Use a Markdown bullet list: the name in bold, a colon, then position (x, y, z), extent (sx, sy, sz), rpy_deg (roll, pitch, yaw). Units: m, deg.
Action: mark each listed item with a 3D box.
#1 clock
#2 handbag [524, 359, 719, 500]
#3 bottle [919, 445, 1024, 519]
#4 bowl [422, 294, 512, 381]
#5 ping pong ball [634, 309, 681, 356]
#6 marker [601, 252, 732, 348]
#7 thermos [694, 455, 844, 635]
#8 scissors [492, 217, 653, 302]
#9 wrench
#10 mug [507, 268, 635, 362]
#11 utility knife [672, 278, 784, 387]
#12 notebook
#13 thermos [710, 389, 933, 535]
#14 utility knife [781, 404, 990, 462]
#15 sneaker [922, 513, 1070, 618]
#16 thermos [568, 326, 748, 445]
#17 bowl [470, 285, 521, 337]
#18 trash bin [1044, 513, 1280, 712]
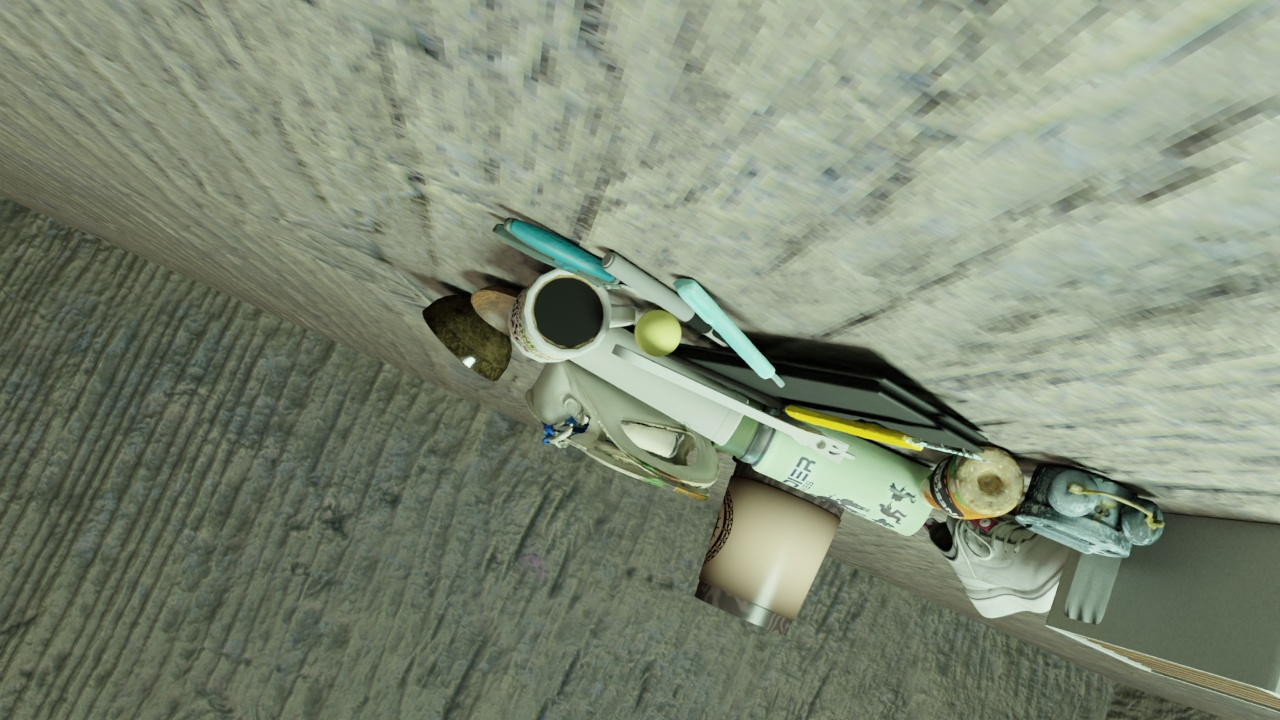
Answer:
- **clock**: position (0.358, 0.121, 0.736), extent (0.090, 0.052, 0.129), rpy_deg (23, 171, 3)
- **handbag**: position (-0.012, 0.076, 0.942), extent (0.200, 0.093, 0.199), rpy_deg (16, -154, -44)
- **bottle**: position (0.290, 0.114, 0.831), extent (0.059, 0.059, 0.167), rpy_deg (22, 170, 6)
- **bowl**: position (-0.196, -0.038, 1.096), extent (0.121, 0.056, 0.121), rpy_deg (45, -175, -6)
- **ping pong ball**: position (0.015, -0.023, 0.784), extent (0.040, 0.040, 0.040), rpy_deg (23, 170, 4)
- **marker**: position (0.025, -0.045, 0.717), extent (0.140, 0.016, 0.016), rpy_deg (30, 168, -35)
- **thermos**: position (0.173, 0.231, 1.217), extent (0.173, 0.226, 0.173), rpy_deg (23, 170, 4)
- **scissors**: position (-0.050, -0.076, 0.722), extent (0.148, 0.019, 0.132), rpy_deg (17, 170, 26)
- **wrench**: position (0.086, 0.039, 0.816), extent (0.273, 0.018, 0.087), rpy_deg (25, -178, -26)
- **mug**: position (-0.058, -0.038, 0.810), extent (0.105, 0.073, 0.090), rpy_deg (-1, 177, -17)
- **utility knife**: position (0.069, -0.017, 0.685), extent (0.119, 0.015, 0.022), rpy_deg (45, 159, -18)
- **notebook**: position (0.151, 0.030, 0.775), extent (0.169, 0.019, 0.232), rpy_deg (25, 171, -40)
- **thermos**: position (0.187, 0.100, 0.949), extent (0.231, 0.082, 0.082), rpy_deg (24, 170, -3)
- **utility knife**: position (0.189, 0.059, 0.737), extent (0.030, 0.018, 0.207), rpy_deg (18, 180, -34)
- **sneaker**: position (0.396, 0.198, 0.985), extent (0.128, 0.096, 0.263), rpy_deg (45, 163, 9)
- **thermos**: position (-0.005, 0.005, 0.886), extent (0.224, 0.052, 0.052), rpy_deg (30, 170, 0)
- **bowl**: position (-0.122, -0.050, 0.972), extent (0.114, 0.026, 0.102), rpy_deg (29, 156, -10)
- **trash bin**: position (0.460, 0.199, 0.732), extent (0.114, 0.114, 0.229), rpy_deg (25, 170, -11)
